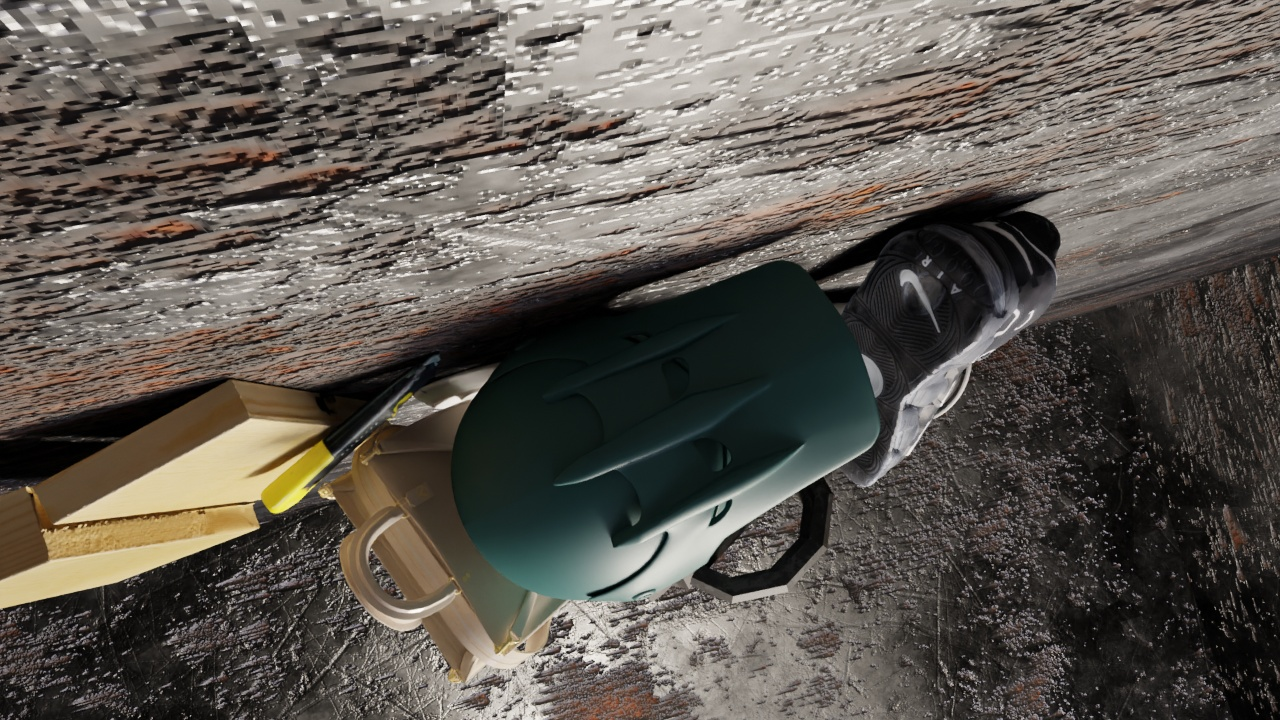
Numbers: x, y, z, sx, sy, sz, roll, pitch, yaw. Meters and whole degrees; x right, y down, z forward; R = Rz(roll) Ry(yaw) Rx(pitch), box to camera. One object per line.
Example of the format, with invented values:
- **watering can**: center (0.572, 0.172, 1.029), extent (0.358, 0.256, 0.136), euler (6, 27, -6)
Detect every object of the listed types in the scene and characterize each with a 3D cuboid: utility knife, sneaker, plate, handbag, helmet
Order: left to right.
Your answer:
- **utility knife**: center (-0.187, 0.046, 0.601), extent (0.173, 0.020, 0.028), euler (-39, 176, 18)
- **handbag**: center (-0.139, 0.134, 0.651), extent (0.101, 0.194, 0.197), euler (-38, 176, 18)
- **plate**: center (-0.106, 0.017, 0.750), extent (0.157, 0.014, 0.157), euler (-14, 173, -2)
- **helmet**: center (0.007, 0.047, 0.581), extent (0.275, 0.176, 0.200), euler (-27, 176, 13)
- **handbag**: center (0.056, 0.103, 0.741), extent (0.197, 0.199, 0.102), euler (-44, 160, -15)
- **sneaker**: center (0.210, -0.016, 0.648), extent (0.150, 0.097, 0.253), euler (-25, 152, -25)

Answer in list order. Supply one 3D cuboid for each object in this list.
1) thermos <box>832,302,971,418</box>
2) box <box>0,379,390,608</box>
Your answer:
- **thermos**: center (0.207, -0.004, 0.857), extent (0.221, 0.131, 0.132), euler (2, 164, -45)
- **box**: center (-0.315, 0.090, 0.604), extent (0.253, 0.068, 0.247), euler (-31, 175, -1)
